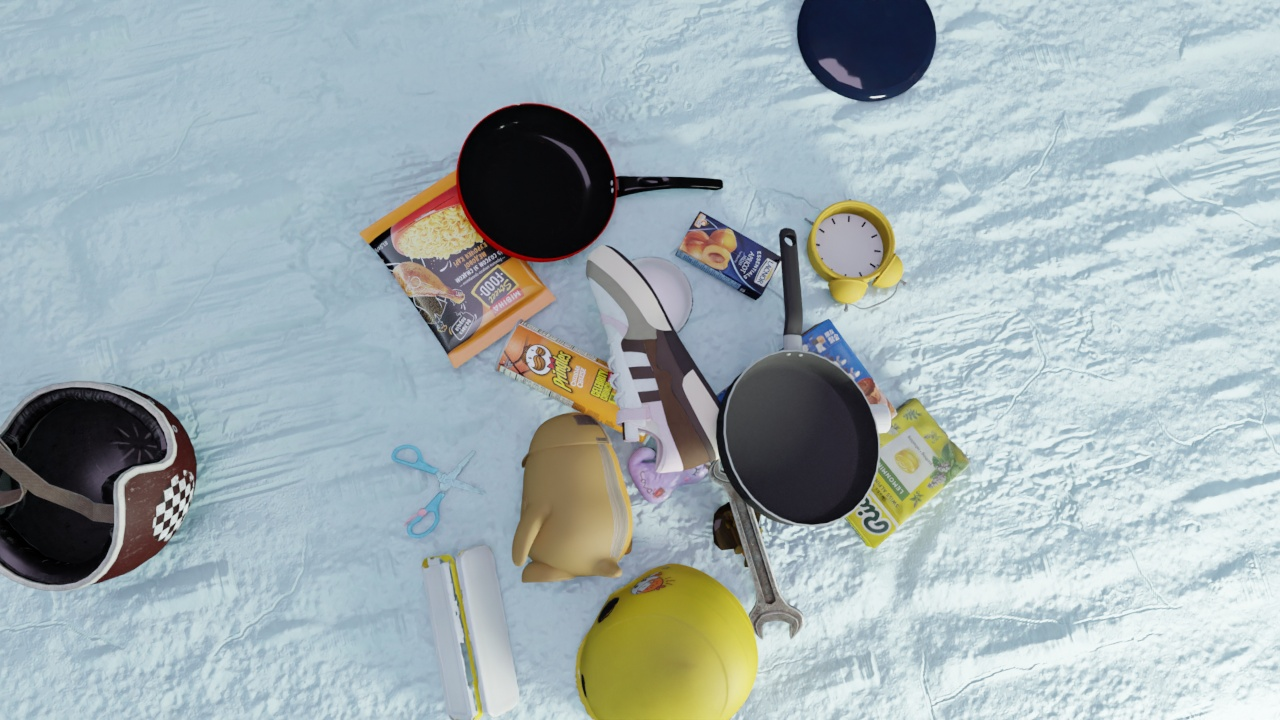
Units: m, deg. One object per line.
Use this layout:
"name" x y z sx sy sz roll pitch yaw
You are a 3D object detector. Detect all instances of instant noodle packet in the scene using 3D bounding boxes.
"instant noodle packet" -0.240 -0.125 1.208 0.159 0.032 0.221 -35 87 -7

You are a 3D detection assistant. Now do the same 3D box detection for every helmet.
"helmet" -0.643 0.136 1.040 0.233 0.253 0.234 6 108 2
"helmet" 0.033 0.373 1.116 0.240 0.140 0.209 -37 87 -7

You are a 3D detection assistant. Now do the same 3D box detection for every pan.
"pan" 0.178 0.017 1.077 0.204 0.044 0.355 4 74 -21
"pan" -0.065 -0.231 1.216 0.355 0.067 0.208 -2 82 -19
"pan" 0.261 -0.515 1.292 0.356 0.021 0.198 42 83 2

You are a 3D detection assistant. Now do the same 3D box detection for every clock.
"clock" 0.288 -0.143 1.237 0.113 0.052 0.152 -24 81 -6

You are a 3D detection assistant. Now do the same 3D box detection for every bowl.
"bowl" 0.010 -0.075 1.203 0.113 0.063 0.113 0 84 -4

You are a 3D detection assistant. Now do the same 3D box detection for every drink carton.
"drink carton" 0.118 -0.138 1.230 0.130 0.040 0.064 30 83 0

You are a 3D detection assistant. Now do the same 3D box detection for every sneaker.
"sneaker" -0.006 0.006 1.106 0.116 0.112 0.294 -31 90 -7

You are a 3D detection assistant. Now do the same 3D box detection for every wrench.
"wrench" 0.144 0.239 1.152 0.070 0.010 0.273 -16 107 6

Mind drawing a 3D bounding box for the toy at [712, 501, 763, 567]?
"toy" 0.132 0.230 1.183 0.076 0.063 0.100 -35 105 -28

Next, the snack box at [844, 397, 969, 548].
"snack box" 0.333 0.145 1.209 0.180 0.045 0.121 -38 88 -7

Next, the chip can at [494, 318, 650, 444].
"chip can" -0.074 0.027 1.180 0.215 0.075 0.075 27 82 -1

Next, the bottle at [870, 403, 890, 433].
"bottle" 0.221 0.076 1.138 0.174 0.046 0.083 -3 85 -4

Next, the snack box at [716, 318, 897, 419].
"snack box" 0.202 0.067 1.197 0.202 0.069 0.155 -35 87 -6

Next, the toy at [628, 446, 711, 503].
"toy" 0.035 0.137 1.195 0.099 0.036 0.080 -34 88 -5

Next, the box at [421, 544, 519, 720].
"box" -0.222 0.344 1.156 0.080 0.079 0.209 -15 83 29

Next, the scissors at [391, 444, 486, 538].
"scissors" -0.272 0.157 1.187 0.135 0.015 0.135 40 77 0

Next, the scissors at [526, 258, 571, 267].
"scissors" -0.145 -0.196 1.232 0.138 0.028 0.170 -39 92 -9

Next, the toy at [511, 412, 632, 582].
"toy" -0.089 0.166 1.136 0.163 0.198 0.203 -13 77 40
